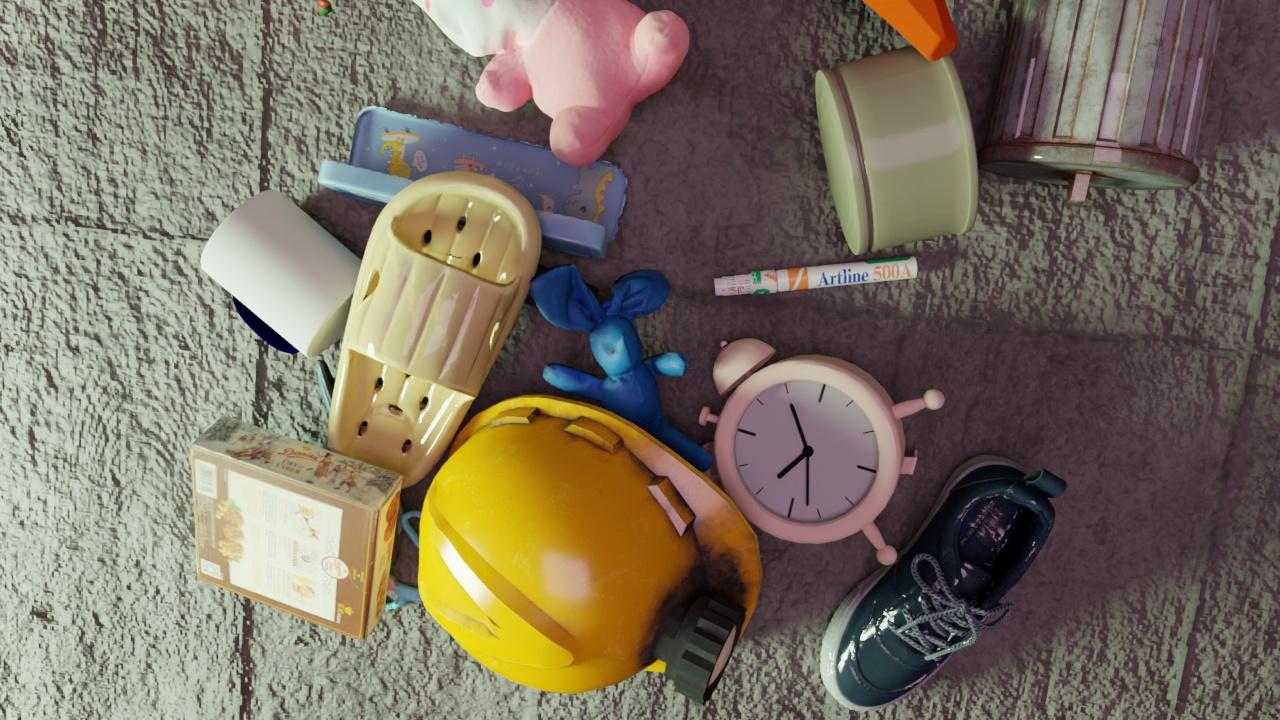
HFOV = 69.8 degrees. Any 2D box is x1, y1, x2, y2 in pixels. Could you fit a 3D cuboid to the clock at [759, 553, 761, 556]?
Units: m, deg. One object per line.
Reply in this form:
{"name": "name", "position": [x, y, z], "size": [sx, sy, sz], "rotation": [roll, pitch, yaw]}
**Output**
{"name": "clock", "position": [0.027, 0.180, 0.706], "size": [0.094, 0.042, 0.119], "rotation": [32, 100, 0]}

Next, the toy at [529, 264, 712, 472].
{"name": "toy", "position": [-0.004, 0.004, 0.656], "size": [0.112, 0.071, 0.176], "rotation": [-28, 98, -26]}

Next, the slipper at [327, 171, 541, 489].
{"name": "slipper", "position": [-0.157, -0.005, 0.626], "size": [0.111, 0.079, 0.262], "rotation": [25, 116, -5]}

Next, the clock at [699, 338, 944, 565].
{"name": "clock", "position": [0.122, 0.061, 0.671], "size": [0.160, 0.086, 0.131], "rotation": [15, 100, 11]}

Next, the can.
{"name": "can", "position": [0.165, -0.138, 0.603], "size": [0.073, 0.127, 0.128], "rotation": [-13, 98, 7]}

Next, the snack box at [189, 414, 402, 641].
{"name": "snack box", "position": [-0.258, 0.128, 0.687], "size": [0.147, 0.041, 0.143], "rotation": [18, 123, 4]}

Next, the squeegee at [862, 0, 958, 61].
{"name": "squeegee", "position": [0.147, -0.257, 0.581], "size": [0.250, 0.055, 0.184], "rotation": [-26, 61, 8]}

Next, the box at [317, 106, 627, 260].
{"name": "box", "position": [-0.116, -0.133, 0.658], "size": [0.210, 0.072, 0.079], "rotation": [15, 86, 3]}

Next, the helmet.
{"name": "helmet", "position": [-0.060, 0.146, 0.620], "size": [0.255, 0.131, 0.206], "rotation": [22, 119, 19]}

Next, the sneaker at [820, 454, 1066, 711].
{"name": "sneaker", "position": [0.220, 0.171, 0.668], "size": [0.089, 0.087, 0.236], "rotation": [32, 99, -2]}

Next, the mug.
{"name": "mug", "position": [-0.261, -0.053, 0.677], "size": [0.097, 0.078, 0.112], "rotation": [41, 127, -3]}

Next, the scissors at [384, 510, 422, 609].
{"name": "scissors", "position": [-0.161, 0.170, 0.730], "size": [0.138, 0.015, 0.120], "rotation": [14, 108, -2]}

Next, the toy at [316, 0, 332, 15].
{"name": "toy", "position": [-0.224, -0.305, 0.646], "size": [0.084, 0.046, 0.103], "rotation": [-18, 93, 20]}

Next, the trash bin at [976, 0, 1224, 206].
{"name": "trash bin", "position": [0.297, -0.205, 0.582], "size": [0.131, 0.130, 0.211], "rotation": [8, 98, 2]}

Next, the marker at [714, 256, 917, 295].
{"name": "marker", "position": [0.127, -0.061, 0.673], "size": [0.145, 0.017, 0.017], "rotation": [-5, 99, 5]}

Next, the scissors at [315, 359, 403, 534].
{"name": "scissors", "position": [-0.217, 0.062, 0.716], "size": [0.149, 0.019, 0.131], "rotation": [32, 102, -3]}

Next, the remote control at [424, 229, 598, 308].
{"name": "remote control", "position": [-0.101, -0.067, 0.664], "size": [0.146, 0.015, 0.033], "rotation": [21, 58, -15]}

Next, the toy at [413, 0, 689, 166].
{"name": "toy", "position": [-0.077, -0.243, 0.625], "size": [0.213, 0.084, 0.142], "rotation": [41, 98, -5]}
